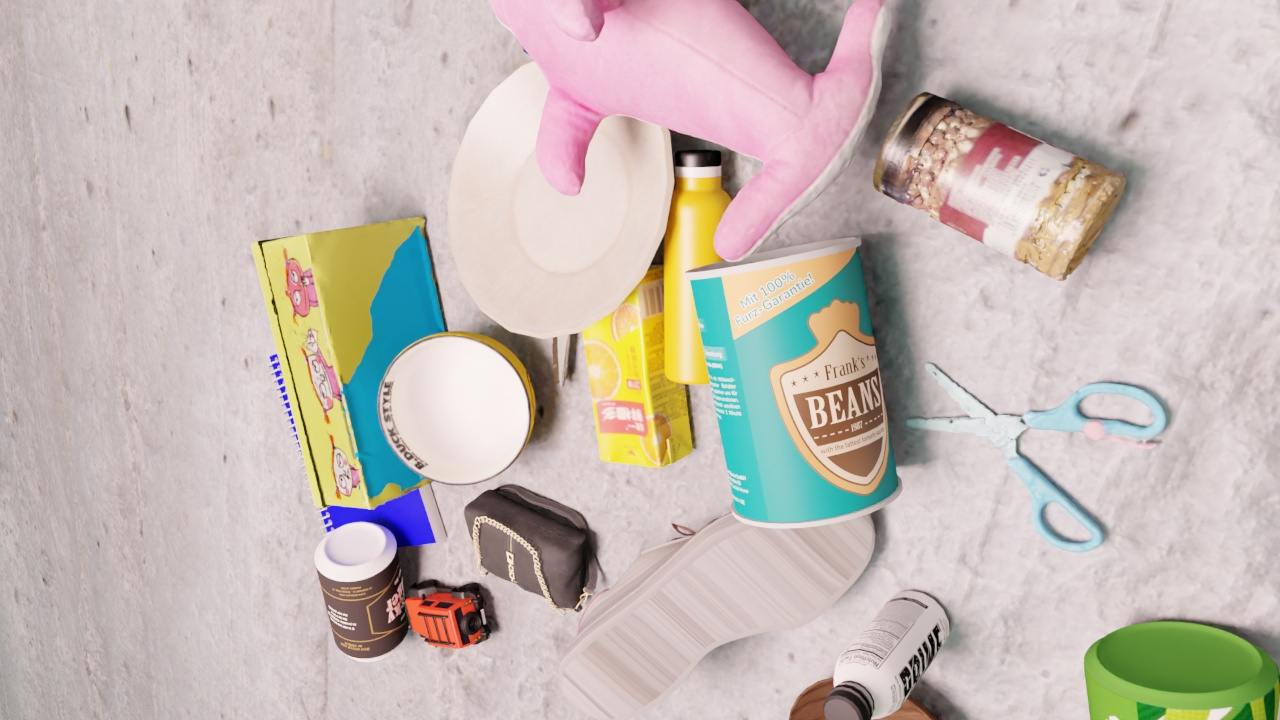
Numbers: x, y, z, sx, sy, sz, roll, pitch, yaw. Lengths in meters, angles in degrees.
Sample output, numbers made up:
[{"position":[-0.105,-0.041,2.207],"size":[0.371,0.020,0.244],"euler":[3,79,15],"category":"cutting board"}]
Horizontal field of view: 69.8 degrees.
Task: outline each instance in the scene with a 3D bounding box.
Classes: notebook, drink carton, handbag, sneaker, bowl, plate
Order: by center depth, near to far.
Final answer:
[{"position":[0.155,0.252,0.591],"size":[0.119,0.032,0.119],"euler":[12,110,34],"category":"bowl"},{"position":[-0.053,-0.108,0.609],"size":[0.189,0.027,0.188],"euler":[-2,87,34],"category":"plate"},{"position":[0.045,0.145,0.616],"size":[0.236,0.089,0.099],"euler":[-36,108,16],"category":"sneaker"},{"position":[-0.004,0.004,0.633],"size":[0.059,0.042,0.134],"euler":[1,103,40],"category":"drink carton"},{"position":[-0.136,0.031,0.713],"size":[0.117,0.067,0.117],"euler":[1,102,4],"category":"bowl"},{"position":[-0.089,0.156,0.744],"size":[0.129,0.054,0.079],"euler":[18,125,29],"category":"handbag"},{"position":[-0.276,0.080,0.877],"size":[0.172,0.022,0.209],"euler":[-14,95,37],"category":"notebook"}]

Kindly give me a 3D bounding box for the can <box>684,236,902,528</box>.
[{"position":[0.088,0.010,0.527],"size":[0.099,0.099,0.144],"euler":[-5,100,38],"category":"can"}]

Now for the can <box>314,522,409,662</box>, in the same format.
[{"position":[-0.257,0.216,0.855],"size":[0.072,0.071,0.129],"euler":[26,132,29],"category":"can"}]

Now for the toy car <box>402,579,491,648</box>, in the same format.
[{"position":[-0.179,0.231,0.829],"size":[0.100,0.048,0.051],"euler":[-7,99,39],"category":"toy car"}]

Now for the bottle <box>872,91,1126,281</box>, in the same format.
[{"position":[0.176,-0.088,0.458],"size":[0.105,0.056,0.056],"euler":[34,121,25],"category":"bottle"}]

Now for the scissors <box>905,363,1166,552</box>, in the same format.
[{"position":[0.212,0.054,0.506],"size":[0.139,0.015,0.118],"euler":[2,104,43],"category":"scissors"}]

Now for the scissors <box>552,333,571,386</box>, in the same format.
[{"position":[-0.049,-0.075,0.659],"size":[0.140,0.015,0.189],"euler":[-22,90,38],"category":"scissors"}]

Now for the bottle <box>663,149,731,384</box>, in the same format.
[{"position":[0.036,-0.059,0.581],"size":[0.043,0.043,0.144],"euler":[11,110,35],"category":"bottle"}]

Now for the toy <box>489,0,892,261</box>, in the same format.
[{"position":[-0.003,-0.175,0.491],"size":[0.266,0.127,0.187],"euler":[35,96,22],"category":"toy"}]

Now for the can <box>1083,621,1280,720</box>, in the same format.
[{"position":[0.274,0.213,0.456],"size":[0.083,0.082,0.144],"euler":[-4,101,38],"category":"can"}]

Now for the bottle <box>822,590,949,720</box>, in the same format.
[{"position":[0.139,0.174,0.526],"size":[0.041,0.115,0.041],"euler":[12,110,34],"category":"bottle"}]

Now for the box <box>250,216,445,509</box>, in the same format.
[{"position":[-0.221,0.001,0.747],"size":[0.080,0.124,0.221],"euler":[0,105,38],"category":"box"}]
